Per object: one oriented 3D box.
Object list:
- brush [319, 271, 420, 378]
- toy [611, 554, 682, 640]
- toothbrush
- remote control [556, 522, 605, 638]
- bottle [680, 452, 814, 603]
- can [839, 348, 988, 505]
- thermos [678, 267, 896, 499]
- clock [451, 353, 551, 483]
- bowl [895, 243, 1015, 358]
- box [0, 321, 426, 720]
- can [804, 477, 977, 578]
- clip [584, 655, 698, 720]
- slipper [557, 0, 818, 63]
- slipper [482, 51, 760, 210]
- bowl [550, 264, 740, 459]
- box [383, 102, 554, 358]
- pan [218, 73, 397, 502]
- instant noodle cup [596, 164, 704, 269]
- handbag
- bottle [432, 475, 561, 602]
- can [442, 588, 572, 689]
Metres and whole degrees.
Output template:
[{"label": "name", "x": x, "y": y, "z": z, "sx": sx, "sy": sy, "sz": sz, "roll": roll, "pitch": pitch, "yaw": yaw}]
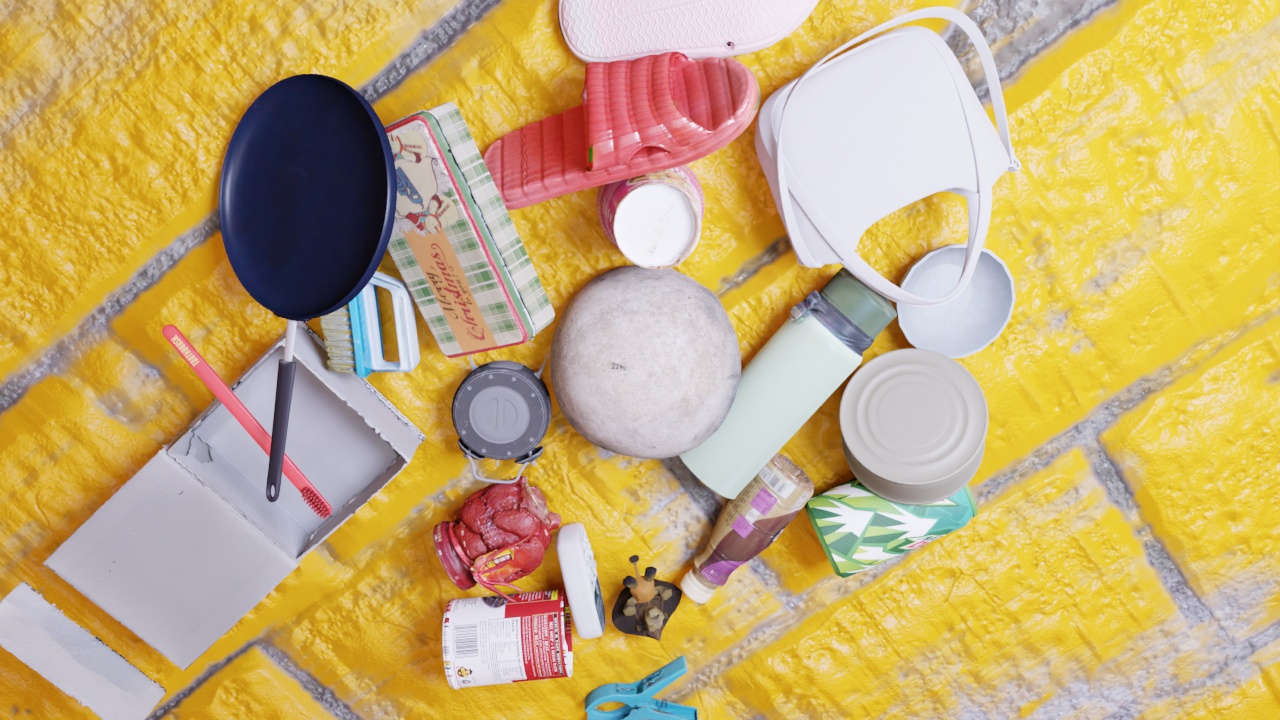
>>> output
[{"label": "brush", "x": -0.242, "y": -0.056, "z": 0.814, "sx": 0.075, "sy": 0.055, "sz": 0.136, "roll": -1, "pitch": 108, "yaw": 3}, {"label": "toy", "x": 0.004, "y": 0.234, "z": 0.913, "sx": 0.076, "sy": 0.062, "sz": 0.100, "roll": -21, "pitch": 127, "yaw": -14}, {"label": "toothbrush", "x": -0.338, "y": 0.056, "z": 0.791, "sx": 0.012, "sy": 0.018, "sz": 0.212, "roll": -37, "pitch": 104, "yaw": -5}, {"label": "remote control", "x": -0.058, "y": 0.217, "z": 0.909, "sx": 0.028, "sy": 0.060, "sz": 0.114, "roll": -11, "pitch": 105, "yaw": 4}, {"label": "bottle", "x": 0.099, "y": 0.168, "z": 0.897, "sx": 0.059, "sy": 0.059, "sz": 0.166, "roll": 33, "pitch": 104, "yaw": -12}, {"label": "can", "x": 0.244, "y": 0.059, "z": 0.824, "sx": 0.128, "sy": 0.073, "sz": 0.127, "roll": -6, "pitch": 68, "yaw": 14}, {"label": "thermos", "x": 0.131, "y": 0.017, "z": 0.839, "sx": 0.082, "sy": 0.082, "sz": 0.232, "roll": 38, "pitch": 104, "yaw": -13}, {"label": "clock", "x": -0.129, "y": 0.050, "z": 0.858, "sx": 0.091, "sy": 0.043, "sz": 0.123, "roll": 6, "pitch": 103, "yaw": -1}, {"label": "bowl", "x": 0.282, "y": -0.058, "z": 0.839, "sx": 0.106, "sy": 0.039, "sz": 0.106, "roll": -1, "pitch": 108, "yaw": -2}, {"label": "box", "x": -0.392, "y": 0.147, "z": 0.855, "sx": 0.368, "sy": 0.098, "sz": 0.166, "roll": -43, "pitch": 104, "yaw": 5}, {"label": "can", "x": 0.239, "y": 0.144, "z": 0.882, "sx": 0.144, "sy": 0.083, "sz": 0.083, "roll": -25, "pitch": 107, "yaw": 6}, {"label": "clip", "x": -0.002, "y": 0.354, "z": 0.975, "sx": 0.119, "sy": 0.027, "sz": 0.102, "roll": -14, "pitch": 106, "yaw": 2}, {"label": "slipper", "x": 0.041, "y": -0.295, "z": 0.744, "sx": 0.222, "sy": 0.055, "sz": 0.107, "roll": -10, "pitch": 109, "yaw": 13}, {"label": "slipper", "x": -0.029, "y": -0.193, "z": 0.734, "sx": 0.249, "sy": 0.103, "sz": 0.059, "roll": -13, "pitch": 149, "yaw": 21}, {"label": "bowl", "x": -0.005, "y": 0.005, "z": 0.801, "sx": 0.178, "sy": 0.081, "sz": 0.178, "roll": 1, "pitch": 96, "yaw": 14}, {"label": "box", "x": -0.162, "y": -0.104, "z": 0.776, "sx": 0.118, "sy": 0.050, "sz": 0.205, "roll": -7, "pitch": 115, "yaw": 39}, {"label": "pan", "x": -0.286, "y": -0.056, "z": 0.764, "sx": 0.199, "sy": 0.021, "sz": 0.356, "roll": 11, "pitch": 96, "yaw": 28}, {"label": "instant noodle cup", "x": 0.011, "y": -0.122, "z": 0.773, "sx": 0.097, "sy": 0.108, "sz": 0.098, "roll": -1, "pitch": 108, "yaw": -2}, {"label": "handbag", "x": 0.218, "y": -0.152, "z": 0.756, "sx": 0.216, "sy": 0.095, "sz": 0.222, "roll": -26, "pitch": 92, "yaw": 7}, {"label": "bottle", "x": -0.131, "y": 0.169, "z": 0.871, "sx": 0.111, "sy": 0.099, "sz": 0.099, "roll": -27, "pitch": 107, "yaw": 1}, {"label": "can", "x": -0.130, "y": 0.275, "z": 0.912, "sx": 0.116, "sy": 0.086, "sz": 0.087, "roll": -5, "pitch": 108, "yaw": -1}]
